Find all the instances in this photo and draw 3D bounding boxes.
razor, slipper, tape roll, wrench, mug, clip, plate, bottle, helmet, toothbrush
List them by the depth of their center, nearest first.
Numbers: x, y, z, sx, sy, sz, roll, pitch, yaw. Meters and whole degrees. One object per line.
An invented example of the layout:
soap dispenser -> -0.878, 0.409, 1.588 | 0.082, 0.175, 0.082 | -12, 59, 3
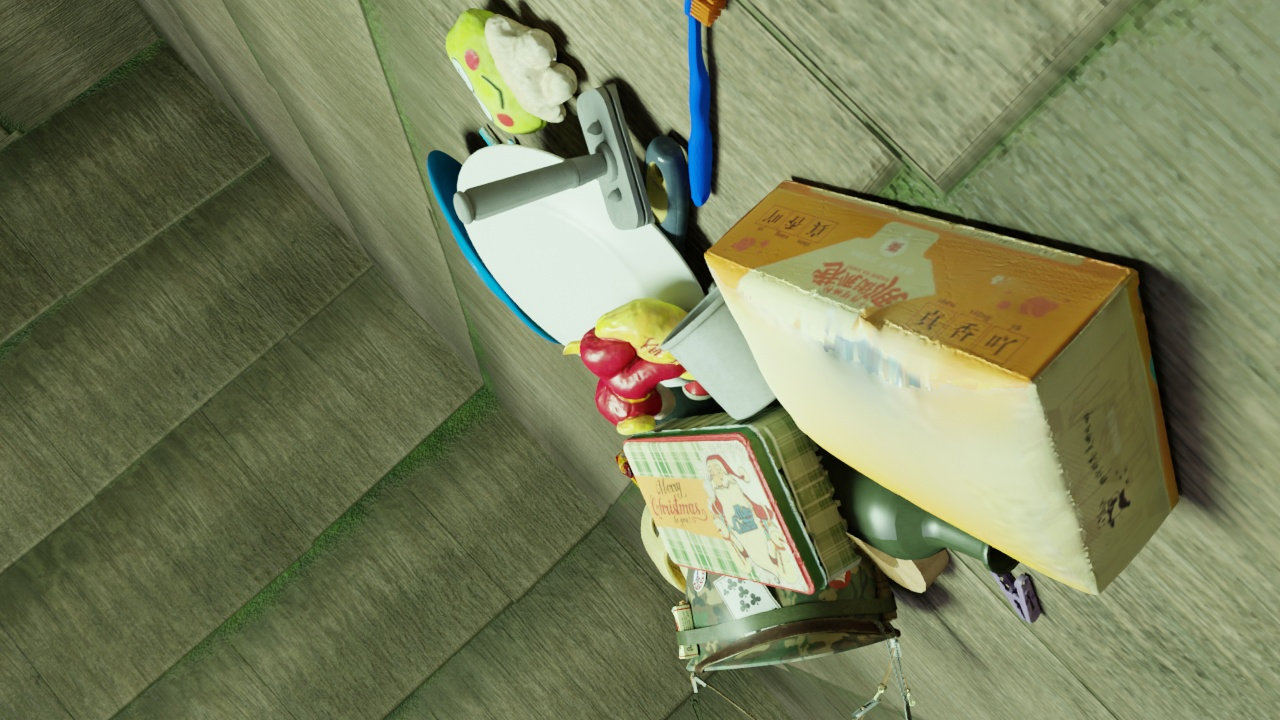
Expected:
toothbrush -> 0.033, -0.130, 0.478 | 0.018, 0.016, 0.183 | 38, 164, 18
razor -> -0.056, -0.108, 0.554 | 0.047, 0.116, 0.088 | 14, 124, 64
mug -> 0.067, -0.018, 0.584 | 0.070, 0.084, 0.113 | 46, -164, -4
bottle -> 0.154, 0.082, 0.591 | 0.071, 0.071, 0.207 | 54, 166, -26
clip -> 0.252, 0.154, 0.620 | 0.046, 0.014, 0.050 | 38, 162, 37
wrench -> 0.020, -0.077, 0.665 | 0.073, 0.022, 0.274 | 46, 167, 16
plate -> -0.049, -0.061, 0.705 | 0.242, 0.016, 0.243 | 30, 152, 17
tape roll -> 0.194, 0.137, 0.719 | 0.094, 0.027, 0.094 | 45, 167, 13
helmet -> 0.128, 0.234, 0.804 | 0.224, 0.193, 0.236 | -86, -14, -84
plate -> -0.145, -0.106, 0.906 | 0.224, 0.024, 0.224 | 55, -170, -15
slipper -> 0.038, 0.185, 1.032 | 0.111, 0.079, 0.261 | 58, -167, -30

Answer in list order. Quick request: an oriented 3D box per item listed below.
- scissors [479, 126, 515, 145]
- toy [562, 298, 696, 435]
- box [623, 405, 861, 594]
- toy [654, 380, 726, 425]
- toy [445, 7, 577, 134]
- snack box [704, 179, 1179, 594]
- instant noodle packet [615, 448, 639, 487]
scissors -> -0.106, -0.160, 0.853 | 0.134, 0.012, 0.134 | 49, 169, -15
toy -> -0.004, 0.004, 0.661 | 0.105, 0.067, 0.138 | 15, 147, -5
box -> 0.061, 0.096, 0.646 | 0.206, 0.050, 0.117 | -11, 100, 67
toy -> 0.054, 0.056, 0.783 | 0.099, 0.097, 0.119 | 58, 177, 38
toy -> -0.085, -0.193, 0.613 | 0.115, 0.046, 0.092 | 16, 144, 52
snack box -> 0.129, 0.009, 0.432 | 0.195, 0.080, 0.145 | 31, 160, 52
instant noodle packet -> 0.042, 0.091, 0.862 | 0.098, 0.135, 0.040 | 47, 140, -2
